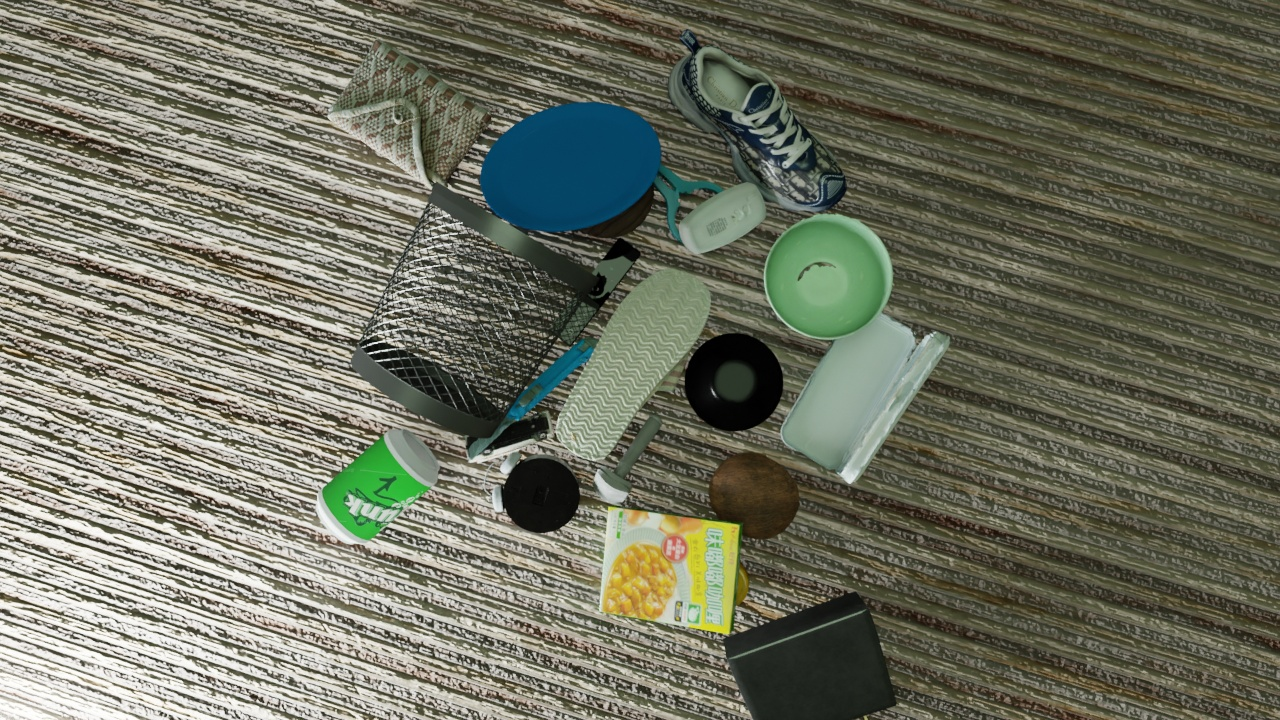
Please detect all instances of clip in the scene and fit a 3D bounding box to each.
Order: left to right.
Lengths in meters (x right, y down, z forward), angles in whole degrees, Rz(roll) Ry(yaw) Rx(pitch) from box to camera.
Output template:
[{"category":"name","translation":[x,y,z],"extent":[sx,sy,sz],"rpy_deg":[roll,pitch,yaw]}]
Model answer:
[{"category":"clip","translation":[0.047,-0.195,1.153],"extent":[0.122,0.033,0.120],"rpy_deg":[9,98,-7]}]

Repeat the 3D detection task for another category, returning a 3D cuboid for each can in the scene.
[{"category":"can","translation":[-0.324,0.156,1.135],"extent":[0.140,0.088,0.088],"rpy_deg":[-41,86,1]}]

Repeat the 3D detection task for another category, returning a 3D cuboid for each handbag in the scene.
[{"category":"handbag","translation":[-0.297,-0.313,1.174],"extent":[0.186,0.047,0.124],"rpy_deg":[34,89,4]},{"category":"handbag","translation":[0.218,0.408,1.106],"extent":[0.176,0.072,0.195],"rpy_deg":[-21,91,2]}]

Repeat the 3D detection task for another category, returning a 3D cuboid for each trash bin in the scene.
[{"category":"trash bin","translation":[-0.199,-0.054,1.079],"extent":[0.218,0.217,0.227],"rpy_deg":[31,93,4]}]

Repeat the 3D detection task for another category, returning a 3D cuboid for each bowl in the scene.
[{"category":"bowl","translation":[-0.043,-0.216,1.162],"extent":[0.119,0.032,0.119],"rpy_deg":[0,87,3]},{"category":"bowl","translation":[0.116,0.026,1.132],"extent":[0.124,0.052,0.124],"rpy_deg":[0,87,3]},{"category":"bowl","translation":[0.141,0.169,1.137],"extent":[0.114,0.026,0.102],"rpy_deg":[34,90,4]},{"category":"bowl","translation":[0.224,-0.096,1.117],"extent":[0.151,0.077,0.151],"rpy_deg":[0,85,4]}]

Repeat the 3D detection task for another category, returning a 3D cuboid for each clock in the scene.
[{"category":"clock","translation":[-0.133,0.160,1.139],"extent":[0.122,0.035,0.094],"rpy_deg":[18,96,-5]}]

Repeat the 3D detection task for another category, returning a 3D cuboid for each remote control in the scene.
[{"category":"remote control","translation":[-0.058,-0.087,1.166],"extent":[0.034,0.013,0.150],"rpy_deg":[37,90,4]},{"category":"remote control","translation":[0.102,-0.175,1.137],"extent":[0.114,0.028,0.060],"rpy_deg":[-32,118,-8]}]

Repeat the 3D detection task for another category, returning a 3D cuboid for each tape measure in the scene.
[{"category":"tape measure","translation":[0.105,0.273,1.133],"extent":[0.059,0.030,0.068],"rpy_deg":[31,96,5]}]

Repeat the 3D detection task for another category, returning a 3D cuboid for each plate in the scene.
[{"category":"plate","translation":[-0.085,-0.235,1.127],"extent":[0.224,0.024,0.223],"rpy_deg":[-5,54,7]}]

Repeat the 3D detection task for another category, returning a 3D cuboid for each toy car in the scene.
[{"category":"toy car","translation":[-0.163,0.099,1.153],"extent":[0.113,0.039,0.039],"rpy_deg":[-16,58,2]}]

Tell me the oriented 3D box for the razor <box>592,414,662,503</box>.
[{"category":"razor","translation":[-0.010,0.117,1.134],"extent":[0.047,0.088,0.116],"rpy_deg":[34,70,4]}]

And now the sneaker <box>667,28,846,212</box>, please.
[{"category":"sneaker","translation":[0.144,-0.288,1.104],"extent":[0.269,0.132,0.103],"rpy_deg":[43,88,3]}]

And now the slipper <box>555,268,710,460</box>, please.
[{"category":"slipper","translation":[-0.007,0.007,1.141],"extent":[0.115,0.052,0.263],"rpy_deg":[35,86,2]}]

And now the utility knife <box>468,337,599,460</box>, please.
[{"category":"utility knife","translation":[-0.133,0.044,1.146],"extent":[0.220,0.015,0.031],"rpy_deg":[-45,60,-10]}]

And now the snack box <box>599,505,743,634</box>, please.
[{"category":"snack box","translation":[0.036,0.253,1.121],"extent":[0.168,0.027,0.132],"rpy_deg":[5,87,18]}]

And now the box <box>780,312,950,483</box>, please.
[{"category":"box","translation":[0.267,0.039,1.098],"extent":[0.129,0.105,0.210],"rpy_deg":[29,89,8]}]
